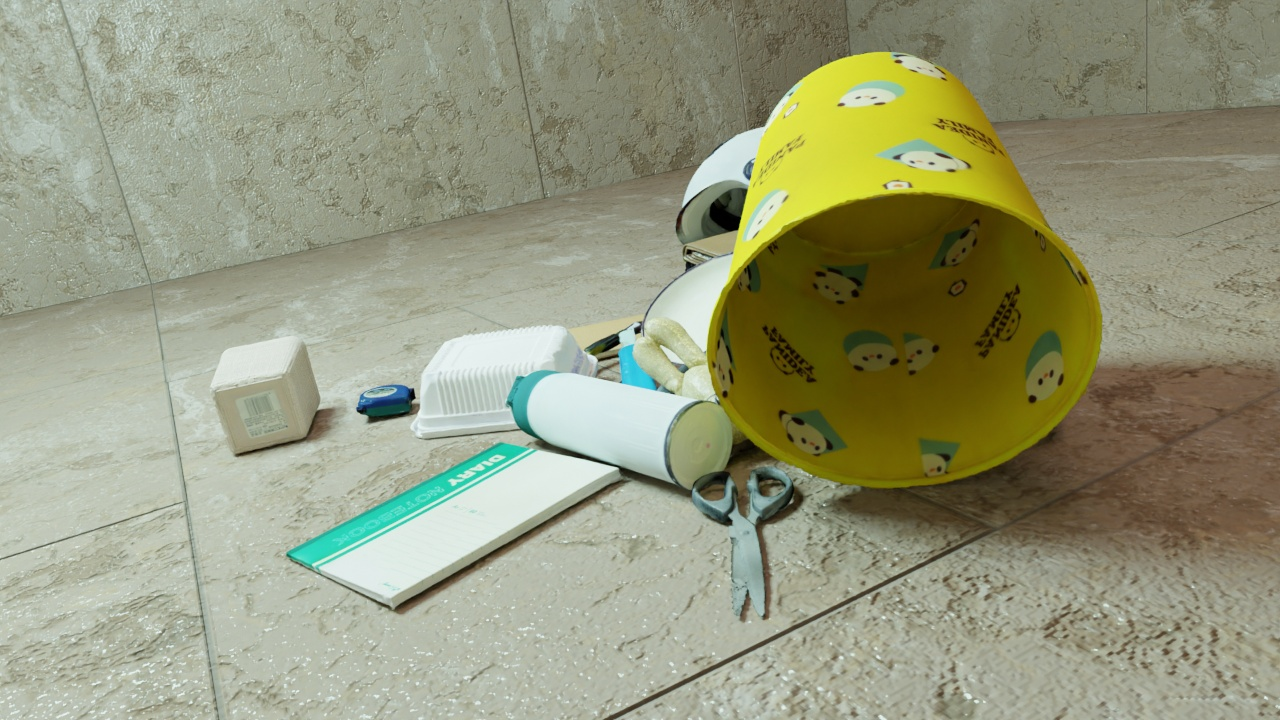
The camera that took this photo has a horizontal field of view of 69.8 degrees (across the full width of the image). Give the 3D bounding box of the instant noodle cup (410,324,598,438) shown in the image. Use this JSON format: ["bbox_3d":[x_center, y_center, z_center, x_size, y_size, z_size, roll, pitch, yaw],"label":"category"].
[{"bbox_3d":[-0.138,0.014,0.916,0.173,0.060,0.137,-5,26,10],"label":"instant noodle cup"}]

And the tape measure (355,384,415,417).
[{"bbox_3d":[-0.271,0.044,0.979,0.058,0.025,0.054,-7,14,-6],"label":"tape measure"}]

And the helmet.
[{"bbox_3d":[0.180,-0.225,1.217,0.259,0.145,0.229,2,-25,10],"label":"helmet"}]

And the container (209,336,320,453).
[{"bbox_3d":[-0.395,0.038,0.967,0.090,0.090,0.111,-13,20,-11],"label":"container"}]

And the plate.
[{"bbox_3d":[0.096,-0.046,0.971,0.193,0.039,0.192,-17,36,13],"label":"plate"}]

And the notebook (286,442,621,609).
[{"bbox_3d":[-0.138,0.115,0.692,0.151,0.012,0.208,5,23,43],"label":"notebook"}]

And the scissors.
[{"bbox_3d":[0.059,0.112,0.590,0.143,0.014,0.172,9,26,40],"label":"scissors"}]

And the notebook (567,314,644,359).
[{"bbox_3d":[-0.010,-0.034,1.119,0.211,0.012,0.149,-12,16,-10],"label":"notebook"}]

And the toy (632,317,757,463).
[{"bbox_3d":[0.049,0.018,0.756,0.105,0.066,0.157,-44,48,0],"label":"toy"}]

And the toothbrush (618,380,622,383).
[{"bbox_3d":[-0.008,0.012,0.957,0.018,0.015,0.180,-12,15,26],"label":"toothbrush"}]

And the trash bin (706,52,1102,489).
[{"bbox_3d":[0.169,-0.081,0.648,0.230,0.230,0.254,-6,39,14],"label":"trash bin"}]

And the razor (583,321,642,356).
[{"bbox_3d":[-0.042,-0.013,1.016,0.043,0.022,0.142,10,34,44],"label":"razor"}]

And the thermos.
[{"bbox_3d":[-0.027,0.050,0.751,0.073,0.073,0.225,-22,20,-36],"label":"thermos"}]

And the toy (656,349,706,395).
[{"bbox_3d":[0.174,-0.026,0.814,0.356,0.091,0.137,-13,54,6],"label":"toy"}]

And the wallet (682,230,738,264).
[{"bbox_3d":[0.121,-0.134,1.118,0.115,0.033,0.090,-18,31,-38],"label":"wallet"}]

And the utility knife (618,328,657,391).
[{"bbox_3d":[-0.005,0.005,0.924,0.034,0.018,0.202,-11,25,-1],"label":"utility knife"}]

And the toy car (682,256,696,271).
[{"bbox_3d":[0.097,-0.103,1.190,0.042,0.070,0.158,-14,19,-19],"label":"toy car"}]
